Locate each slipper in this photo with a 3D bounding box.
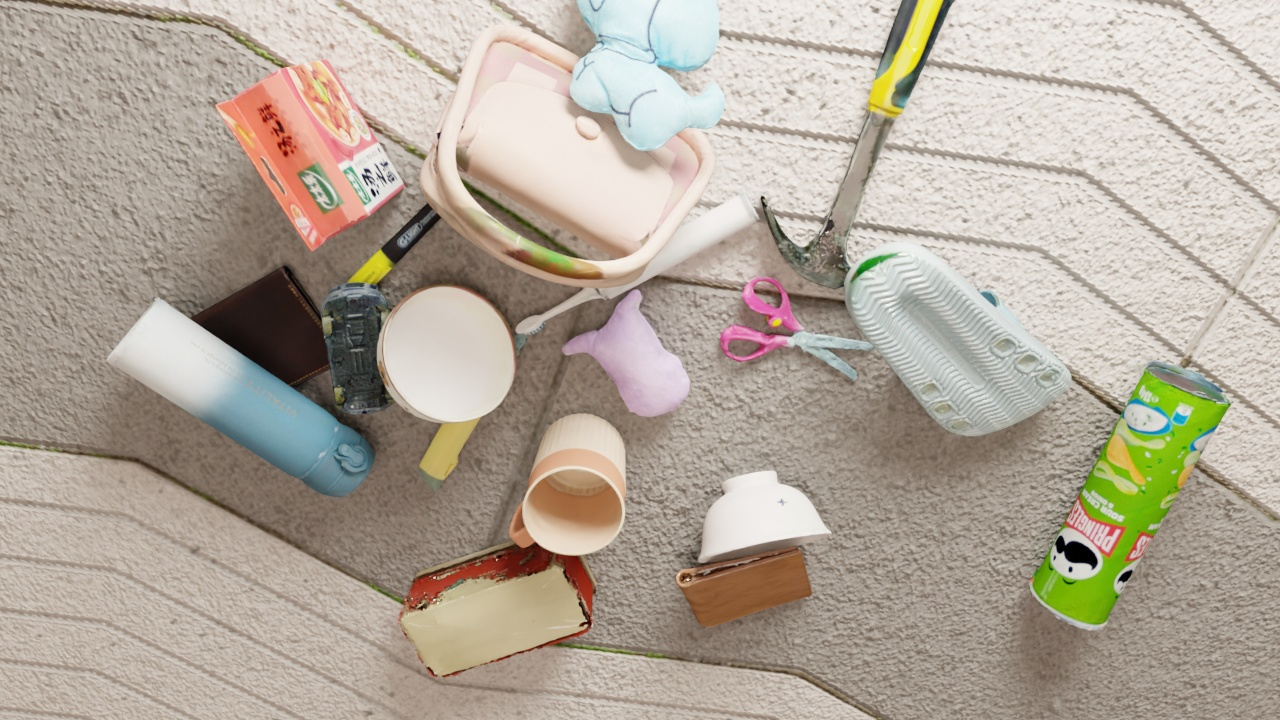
[{"bbox_3d":[0.248,-0.019,0.740,0.245,0.074,0.104,35,118,-30],"label":"slipper"}]

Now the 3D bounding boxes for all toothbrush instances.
[{"bbox_3d":[-0.007,-0.073,0.750,0.221,0.026,0.026,-27,68,12],"label":"toothbrush"}]

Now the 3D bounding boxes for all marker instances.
[{"bbox_3d":[-0.198,-0.093,0.751,0.124,0.015,0.018,-40,113,16],"label":"marker"}]

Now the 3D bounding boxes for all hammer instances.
[{"bbox_3d":[0.188,-0.207,0.688,0.126,0.031,0.324,16,112,-6],"label":"hammer"}]

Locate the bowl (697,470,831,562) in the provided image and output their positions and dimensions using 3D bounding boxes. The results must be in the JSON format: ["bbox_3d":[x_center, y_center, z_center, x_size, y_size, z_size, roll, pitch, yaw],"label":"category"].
[{"bbox_3d":[0.102,0.134,0.807,0.118,0.118,0.064,-14,73,7],"label":"bowl"}]

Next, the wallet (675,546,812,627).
[{"bbox_3d":[0.098,0.208,0.846,0.115,0.020,0.101,-16,142,5],"label":"wallet"}]

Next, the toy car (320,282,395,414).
[{"bbox_3d":[-0.236,-0.008,0.773,0.054,0.036,0.121,-7,125,-16],"label":"toy car"}]

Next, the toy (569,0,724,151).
[{"bbox_3d":[0.005,-0.230,0.643,0.161,0.050,0.156,38,71,9],"label":"toy"}]

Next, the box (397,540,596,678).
[{"bbox_3d":[-0.132,0.228,0.850,0.168,0.079,0.091,-20,112,9],"label":"box"}]

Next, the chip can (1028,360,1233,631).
[{"bbox_3d":[0.422,0.120,0.799,0.072,0.072,0.236,15,112,-5],"label":"chip can"}]

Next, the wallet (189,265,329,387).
[{"bbox_3d":[-0.326,-0.014,0.786,0.122,0.020,0.096,-26,115,10],"label":"wallet"}]

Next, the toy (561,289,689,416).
[{"bbox_3d":[-0.005,0.005,0.776,0.084,0.039,0.108,-34,111,14],"label":"toy"}]

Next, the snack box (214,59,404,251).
[{"bbox_3d":[-0.233,-0.153,0.667,0.044,0.127,0.113,-25,111,11],"label":"snack box"}]

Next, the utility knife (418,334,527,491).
[{"bbox_3d":[-0.150,0.045,0.808,0.031,0.019,0.173,29,111,-15],"label":"utility knife"}]

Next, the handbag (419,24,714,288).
[{"bbox_3d":[-0.057,-0.121,0.618,0.193,0.233,0.094,28,124,-9],"label":"handbag"}]

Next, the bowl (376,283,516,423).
[{"bbox_3d":[-0.165,-0.001,0.754,0.113,0.113,0.062,45,150,-16],"label":"bowl"}]

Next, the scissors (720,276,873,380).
[{"bbox_3d":[0.130,-0.012,0.781,0.137,0.017,0.096,34,108,-16],"label":"scissors"}]

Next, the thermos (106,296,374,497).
[{"bbox_3d":[-0.324,0.037,0.766,0.070,0.070,0.220,-42,116,16],"label":"thermos"}]

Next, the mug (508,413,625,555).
[{"bbox_3d":[-0.064,0.111,0.785,0.115,0.105,0.081,-40,106,16],"label":"mug"}]
